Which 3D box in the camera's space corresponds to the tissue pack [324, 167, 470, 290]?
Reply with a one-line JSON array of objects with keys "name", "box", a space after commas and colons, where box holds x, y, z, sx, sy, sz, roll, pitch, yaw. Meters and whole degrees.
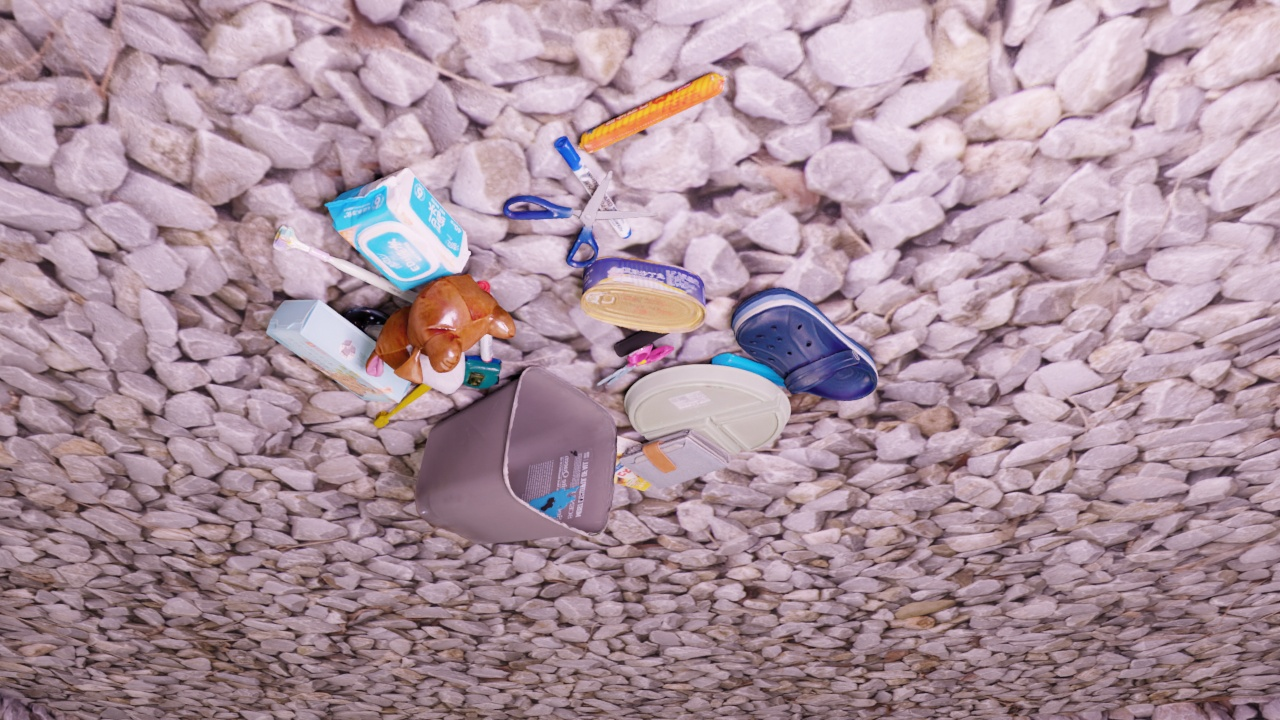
[{"name": "tissue pack", "box": [-0.255, -0.136, 0.977, 0.090, 0.063, 0.140, -16, 141, 20]}]

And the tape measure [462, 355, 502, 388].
[{"name": "tape measure", "box": [-0.214, 0.017, 1.215, 0.058, 0.025, 0.055, 10, 141, -11]}]

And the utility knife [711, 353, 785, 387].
[{"name": "utility knife", "box": [0.182, 0.022, 1.225, 0.185, 0.018, 0.034, 16, 156, -22]}]

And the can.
[{"name": "can", "box": [0.004, -0.076, 1.067, 0.148, 0.049, 0.075, 8, 142, -11]}]

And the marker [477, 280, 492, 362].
[{"name": "marker", "box": [-0.193, -0.045, 1.138, 0.017, 0.017, 0.145, 4, 143, -5]}]

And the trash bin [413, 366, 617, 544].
[{"name": "trash bin", "box": [-0.176, 0.150, 1.268, 0.220, 0.198, 0.198, -21, 139, 36]}]

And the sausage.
[{"name": "sausage", "box": [0.009, -0.235, 0.876, 0.165, 0.021, 0.021, -19, 139, 24]}]

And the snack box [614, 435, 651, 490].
[{"name": "snack box", "box": [-0.033, 0.152, 1.390, 0.140, 0.033, 0.087, 17, 141, -24]}]

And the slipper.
[{"name": "slipper", "box": [0.206, 0.002, 1.138, 0.105, 0.095, 0.252, -32, 136, 32]}]

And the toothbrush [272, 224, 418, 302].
[{"name": "toothbrush", "box": [-0.329, -0.103, 1.061, 0.189, 0.029, 0.020, 26, 178, -32]}]

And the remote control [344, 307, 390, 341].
[{"name": "remote control", "box": [-0.311, -0.031, 1.151, 0.053, 0.024, 0.136, -15, 141, 29]}]

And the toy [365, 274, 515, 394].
[{"name": "toy", "box": [-0.230, -0.023, 1.045, 0.200, 0.139, 0.130, -11, 105, 48]}]

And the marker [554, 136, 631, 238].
[{"name": "marker", "box": [-0.047, -0.177, 0.959, 0.017, 0.016, 0.146, -16, 141, 21]}]

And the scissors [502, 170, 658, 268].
[{"name": "scissors", "box": [-0.066, -0.151, 0.980, 0.162, 0.012, 0.176, 13, 150, -3]}]

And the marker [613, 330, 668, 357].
[{"name": "marker", "box": [0.022, -0.037, 1.145, 0.132, 0.020, 0.022, -26, 129, 30]}]

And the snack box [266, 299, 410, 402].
[{"name": "snack box", "box": [-0.370, -0.009, 1.141, 0.074, 0.051, 0.175, 3, 151, 37]}]

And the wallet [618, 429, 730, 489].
[{"name": "wallet", "box": [0.047, 0.145, 1.319, 0.130, 0.036, 0.106, -23, 137, 34]}]

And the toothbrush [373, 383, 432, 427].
[{"name": "toothbrush", "box": [-0.314, 0.047, 1.266, 0.015, 0.016, 0.191, 30, 133, -33]}]

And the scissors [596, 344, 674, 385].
[{"name": "scissors", "box": [-0.006, 0.007, 1.207, 0.076, 0.017, 0.138, -9, 162, -32]}]

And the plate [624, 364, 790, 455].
[{"name": "plate", "box": [0.091, 0.076, 1.265, 0.230, 0.027, 0.231, 3, 147, 2]}]
